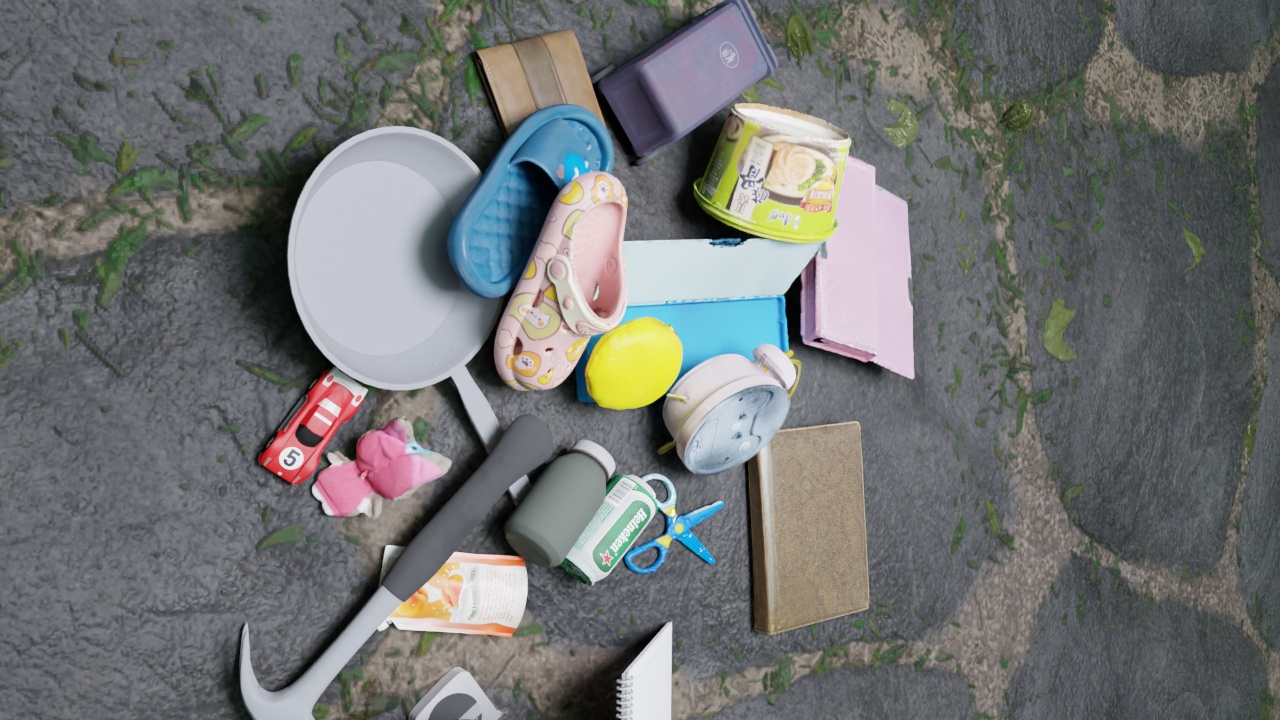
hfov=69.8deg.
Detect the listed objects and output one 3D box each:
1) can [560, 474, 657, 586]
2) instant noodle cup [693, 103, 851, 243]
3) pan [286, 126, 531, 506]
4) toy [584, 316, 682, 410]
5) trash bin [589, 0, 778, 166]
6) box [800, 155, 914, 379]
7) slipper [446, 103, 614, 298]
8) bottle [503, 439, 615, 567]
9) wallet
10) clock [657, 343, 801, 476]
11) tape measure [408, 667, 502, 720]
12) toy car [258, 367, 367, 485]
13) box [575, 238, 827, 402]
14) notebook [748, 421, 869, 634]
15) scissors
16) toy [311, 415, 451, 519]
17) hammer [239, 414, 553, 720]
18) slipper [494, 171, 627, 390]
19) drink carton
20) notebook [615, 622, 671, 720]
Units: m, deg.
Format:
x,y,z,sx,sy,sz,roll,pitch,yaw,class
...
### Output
x,y,z,sx,sy,sz,roll,pitch,yaw,class
-0.029,0.152,0.835,0.101,0.053,0.053,-49,113,-25,can
0.131,-0.184,0.881,0.146,0.146,0.098,-5,123,-33,instant noodle cup
-0.162,-0.012,0.750,0.200,0.051,0.357,-43,126,-37,pan
-0.005,0.005,0.802,0.094,0.041,0.095,-42,136,2,toy
0.045,-0.271,0.877,0.160,0.092,0.094,-43,111,-31,trash bin
0.249,-0.109,1.007,0.178,0.039,0.232,15,67,-32,box
-0.083,-0.138,0.764,0.213,0.059,0.104,-54,132,-34,slipper
-0.067,0.122,0.797,0.060,0.060,0.108,52,53,-21,bottle
-0.085,-0.230,0.827,0.098,0.027,0.121,-25,104,-28,wallet
0.094,0.043,0.879,0.157,0.058,0.117,-21,142,-22,clock
-0.155,0.300,0.769,0.064,0.017,0.064,-39,109,-28,tape measure
-0.252,0.050,0.708,0.038,0.025,0.089,41,68,-26,toy car
0.051,-0.049,0.885,0.243,0.071,0.170,-5,119,-33,box
0.162,0.173,0.971,0.189,0.035,0.215,-2,89,-32,notebook
0.032,0.158,0.901,0.125,0.015,0.127,-20,102,-31,scissors
-0.207,0.084,0.726,0.102,0.050,0.065,-31,108,6,toy
-0.182,0.163,0.724,0.125,0.030,0.310,46,72,-16,hammer
-0.047,-0.052,0.747,0.093,0.081,0.198,-8,127,-55,slipper
-0.159,0.193,0.764,0.122,0.039,0.069,12,81,-26,drink carton
0.005,0.375,0.809,0.177,0.013,0.245,10,81,-76,notebook
